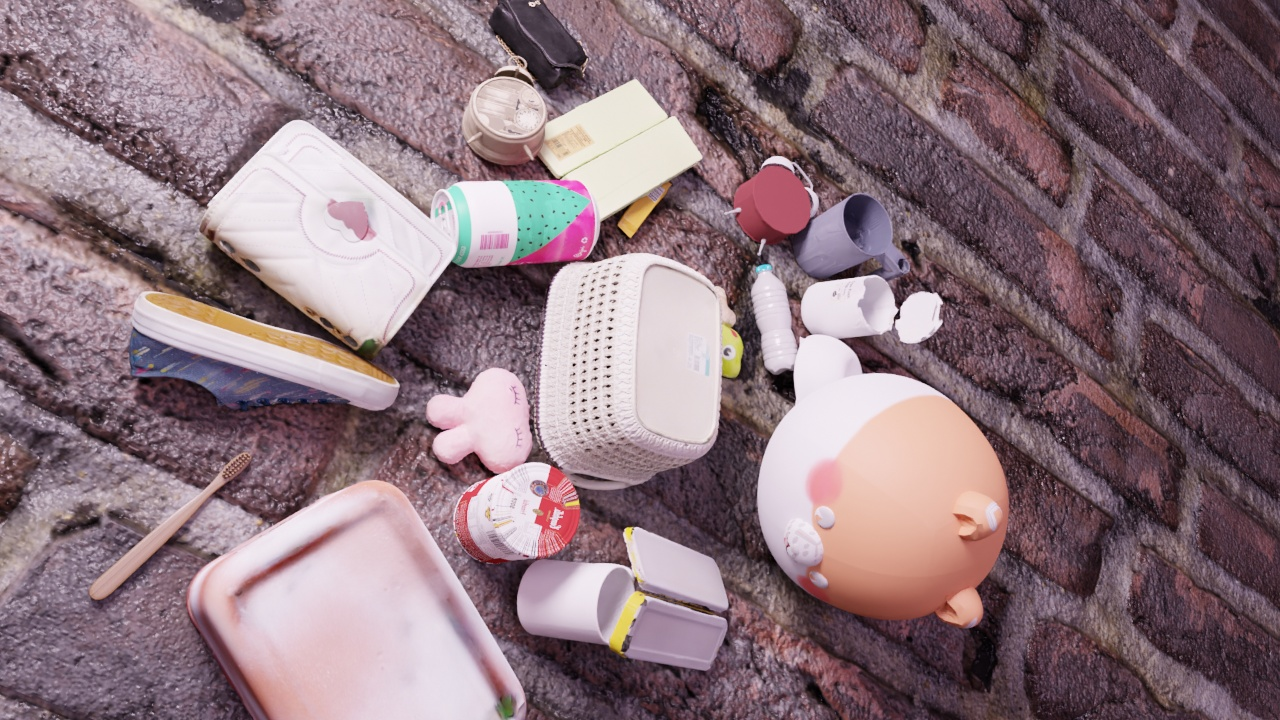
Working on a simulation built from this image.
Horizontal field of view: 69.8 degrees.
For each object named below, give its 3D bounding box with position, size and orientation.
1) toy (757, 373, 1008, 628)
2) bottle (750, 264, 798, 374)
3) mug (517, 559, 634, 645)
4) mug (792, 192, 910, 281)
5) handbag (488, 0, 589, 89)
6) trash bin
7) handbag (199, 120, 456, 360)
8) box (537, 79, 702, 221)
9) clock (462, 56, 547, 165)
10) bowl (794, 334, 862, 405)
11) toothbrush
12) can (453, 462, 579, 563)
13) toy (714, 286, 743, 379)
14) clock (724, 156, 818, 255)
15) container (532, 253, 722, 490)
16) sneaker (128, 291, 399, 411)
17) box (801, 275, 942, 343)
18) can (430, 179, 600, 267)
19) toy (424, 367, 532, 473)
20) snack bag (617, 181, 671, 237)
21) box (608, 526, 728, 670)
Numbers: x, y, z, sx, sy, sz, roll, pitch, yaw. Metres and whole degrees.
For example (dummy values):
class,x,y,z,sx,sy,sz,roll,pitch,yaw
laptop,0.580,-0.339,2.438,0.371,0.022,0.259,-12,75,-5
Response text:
class,x,y,z,sx,sy,sz,roll,pitch,yaw
toy,0.264,0.156,1.002,0.265,0.281,0.263,-16,121,-28
bottle,0.166,-0.052,1.145,0.044,0.044,0.136,-4,78,-30
mug,-0.053,0.230,0.910,0.110,0.091,0.074,-27,111,-58
mug,0.275,-0.145,1.197,0.124,0.104,0.083,45,59,-12
handbag,-0.114,-0.378,1.072,0.128,0.054,0.078,48,55,-7
trash bin,-0.234,0.246,0.770,0.181,0.158,0.259,-31,94,-32
handbag,-0.293,-0.113,0.872,0.198,0.096,0.141,39,61,-16
box,-0.029,-0.253,1.090,0.186,0.030,0.138,-34,87,-31
clock,-0.145,-0.286,1.020,0.093,0.055,0.140,12,66,-13
bowl,0.240,0.023,1.136,0.114,0.051,0.114,5,83,-52
toothbrush,-0.400,0.139,0.788,0.016,0.016,0.166,46,60,-9
can,-0.120,0.150,0.883,0.086,0.117,0.086,8,72,-28
toy,0.084,-0.038,1.095,0.092,0.043,0.117,11,69,-26
clock,0.177,-0.206,1.191,0.096,0.048,0.137,49,59,-9
container,-0.006,0.006,0.973,0.184,0.144,0.251,18,68,-39
sneaker,-0.337,0.014,0.826,0.235,0.087,0.079,20,99,-28
box,0.288,-0.067,1.151,0.094,0.166,0.084,37,66,-29
can,-0.131,-0.146,0.976,0.165,0.088,0.088,-8,80,-31
toy,-0.162,0.063,0.927,0.105,0.053,0.108,-10,82,-16
snack bag,0.004,-0.186,1.104,0.026,0.020,0.099,39,61,-9
box,0.036,0.248,0.938,0.209,0.046,0.128,35,55,-54
